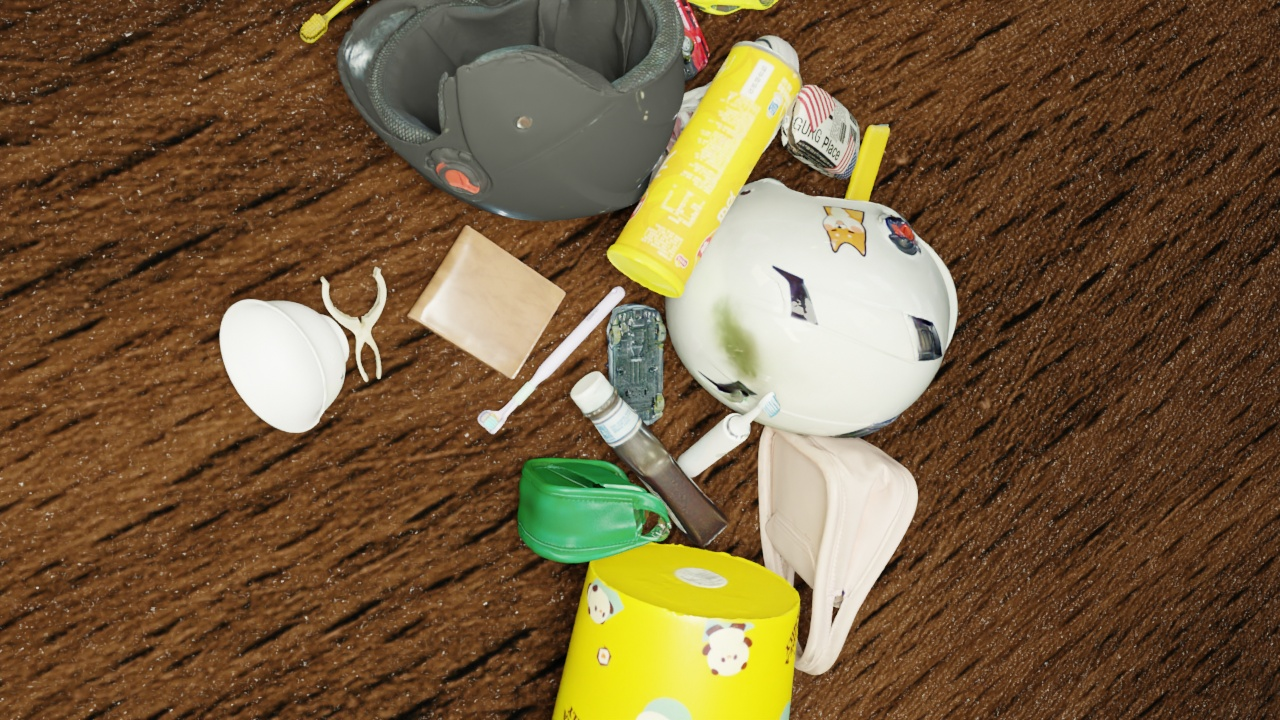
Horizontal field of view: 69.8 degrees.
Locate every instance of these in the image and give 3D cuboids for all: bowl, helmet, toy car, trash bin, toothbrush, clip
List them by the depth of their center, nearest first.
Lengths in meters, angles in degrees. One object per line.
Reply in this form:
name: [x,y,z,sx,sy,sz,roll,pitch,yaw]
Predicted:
helmet: [-0.096,-0.227,0.756,0.275,0.230,0.233,-3,56,10]
bowl: [-0.288,-0.006,0.776,0.064,0.119,0.118,-40,107,-53]
trash bin: [0.026,0.309,0.796,0.229,0.230,0.255,7,96,-18]
clip: [-0.259,-0.037,0.809,0.095,0.035,0.102,14,95,-22]
helmet: [0.147,-0.025,0.814,0.274,0.156,0.231,26,123,-2]
toothbrush: [-0.230,-0.348,0.814,0.190,0.017,0.015,-47,105,-11]
toothbrush: [0.077,0.068,0.826,0.026,0.221,0.026,-31,81,-24]
toothbrush: [-0.081,-0.004,0.875,0.189,0.029,0.021,-46,145,-13]
toy car: [0.024,-0.327,0.880,0.045,0.053,0.120,-40,109,-29]
toy car: [-0.005,0.005,0.892,0.054,0.037,0.121,-5,103,-17]
toy car: [0.085,-0.358,0.902,0.105,0.048,0.032,-3,121,-18]

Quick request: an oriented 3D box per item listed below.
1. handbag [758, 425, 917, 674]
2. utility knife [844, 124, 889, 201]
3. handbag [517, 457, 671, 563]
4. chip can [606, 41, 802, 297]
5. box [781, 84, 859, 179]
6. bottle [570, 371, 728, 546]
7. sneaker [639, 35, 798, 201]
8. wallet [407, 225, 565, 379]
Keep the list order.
handbag: [0.168,0.184,0.883,0.093,0.193,0.234,8,98,-12]
utility knife: [0.233,-0.181,0.972,0.033,0.015,0.156,21,85,-24]
handbag: [-0.047,0.133,0.833,0.120,0.131,0.068,2,95,-21]
chip can: [0.054,-0.160,0.768,0.072,0.072,0.213,32,83,-16]
box: [0.176,-0.222,0.900,0.164,0.052,0.069,11,109,-58]
bottle: [0.006,0.092,0.867,0.044,0.080,0.195,-42,111,-8]
sneaker: [0.060,-0.219,0.871,0.088,0.118,0.241,36,86,-36]
wallet: [-0.141,-0.052,0.854,0.115,0.020,0.101,34,81,-19]
